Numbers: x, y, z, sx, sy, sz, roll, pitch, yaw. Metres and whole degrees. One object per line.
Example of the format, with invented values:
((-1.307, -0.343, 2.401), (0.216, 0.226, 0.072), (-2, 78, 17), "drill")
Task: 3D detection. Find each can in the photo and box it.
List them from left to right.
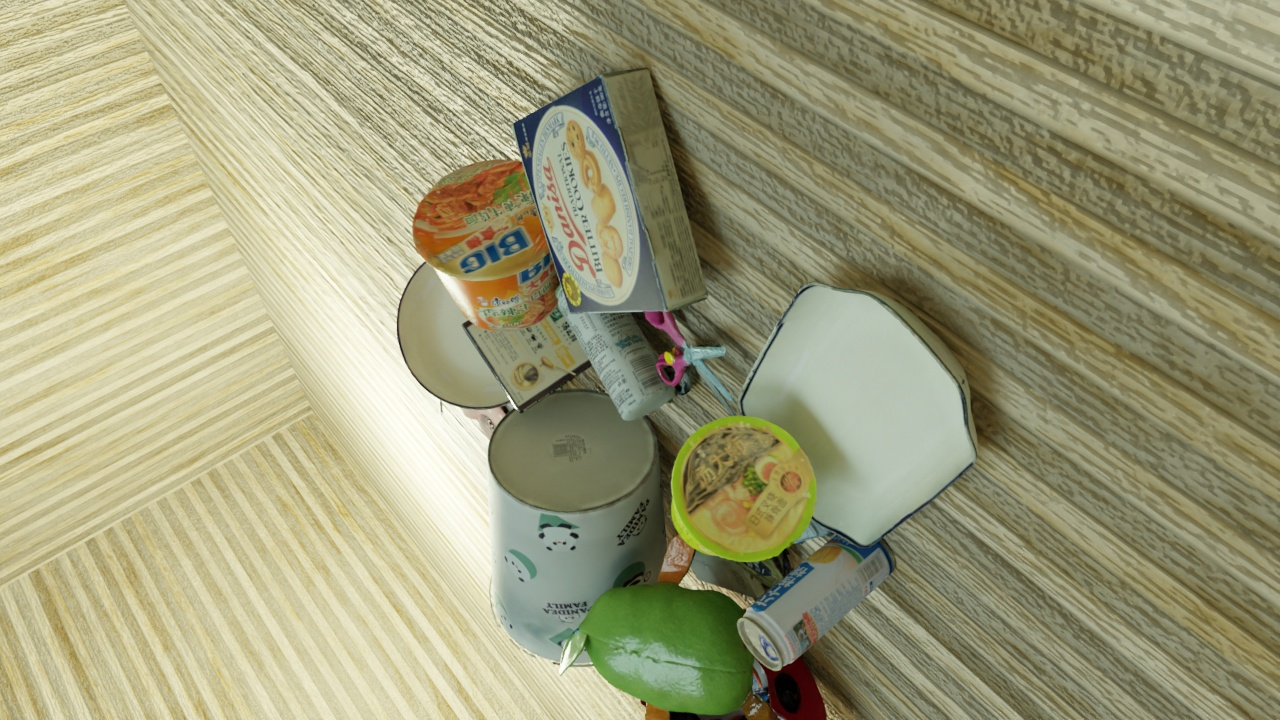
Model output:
((-0.025, -0.017, 0.881), (0.146, 0.058, 0.058), (60, 157, 17), "can")
((0.143, 0.191, 0.747), (0.053, 0.134, 0.053), (42, 151, 30), "can")

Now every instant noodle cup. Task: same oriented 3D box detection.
((-0.139, -0.108, 0.914), (0.151, 0.151, 0.111), (44, 160, 27), "instant noodle cup")
((0.073, 0.114, 0.752), (0.111, 0.111, 0.124), (52, 165, 11), "instant noodle cup")

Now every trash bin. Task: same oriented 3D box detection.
((-0.071, 0.184, 1.053), (0.229, 0.229, 0.252), (39, 144, 35), "trash bin")

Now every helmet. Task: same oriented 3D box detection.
((0.113, 0.375, 1.012), (0.208, 0.143, 0.240), (-22, 75, 45), "helmet")

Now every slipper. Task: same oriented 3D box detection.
((-0.185, 0.076, 1.193), (0.114, 0.054, 0.275), (48, 158, 2), "slipper")

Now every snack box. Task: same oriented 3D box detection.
((-0.109, -0.024, 0.991), (0.113, 0.125, 0.053), (56, 171, 2), "snack box")
((-0.030, -0.129, 0.761), (0.183, 0.045, 0.178), (2, 111, 61), "snack box")

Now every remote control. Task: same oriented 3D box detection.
((0.092, 0.235, 1.028), (0.049, 0.024, 0.125), (61, 155, -10), "remote control")

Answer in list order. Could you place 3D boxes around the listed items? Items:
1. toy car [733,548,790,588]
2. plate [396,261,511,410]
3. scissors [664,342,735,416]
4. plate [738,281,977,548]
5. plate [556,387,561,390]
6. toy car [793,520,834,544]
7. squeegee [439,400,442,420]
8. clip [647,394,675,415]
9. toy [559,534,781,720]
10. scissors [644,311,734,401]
((0.094, 0.170, 0.930), (0.158, 0.042, 0.070), (37, 148, 42), "toy car")
((-0.184, -0.040, 1.057), (0.192, 0.192, 0.039), (55, -172, 4), "plate")
((0.042, 0.000, 0.819), (0.178, 0.014, 0.160), (56, 164, 30), "scissors")
((0.154, 0.040, 0.668), (0.162, 0.034, 0.266), (50, 155, 18), "plate")
((-0.168, 0.043, 1.256), (0.205, 0.045, 0.205), (42, 151, 30), "plate")
((0.143, 0.142, 0.814), (0.043, 0.034, 0.091), (52, 157, 3), "toy car")
((-0.219, -0.049, 1.189), (0.250, 0.040, 0.247), (-8, 85, 49), "squeegee")
((-0.006, 0.009, 0.930), (0.100, 0.034, 0.070), (53, 157, 21), "clip")
((0.039, 0.287, 0.916), (0.247, 0.090, 0.227), (4, 85, 31), "toy")
((0.037, -0.014, 0.775), (0.133, 0.017, 0.118), (-7, 104, 67), "scissors")
